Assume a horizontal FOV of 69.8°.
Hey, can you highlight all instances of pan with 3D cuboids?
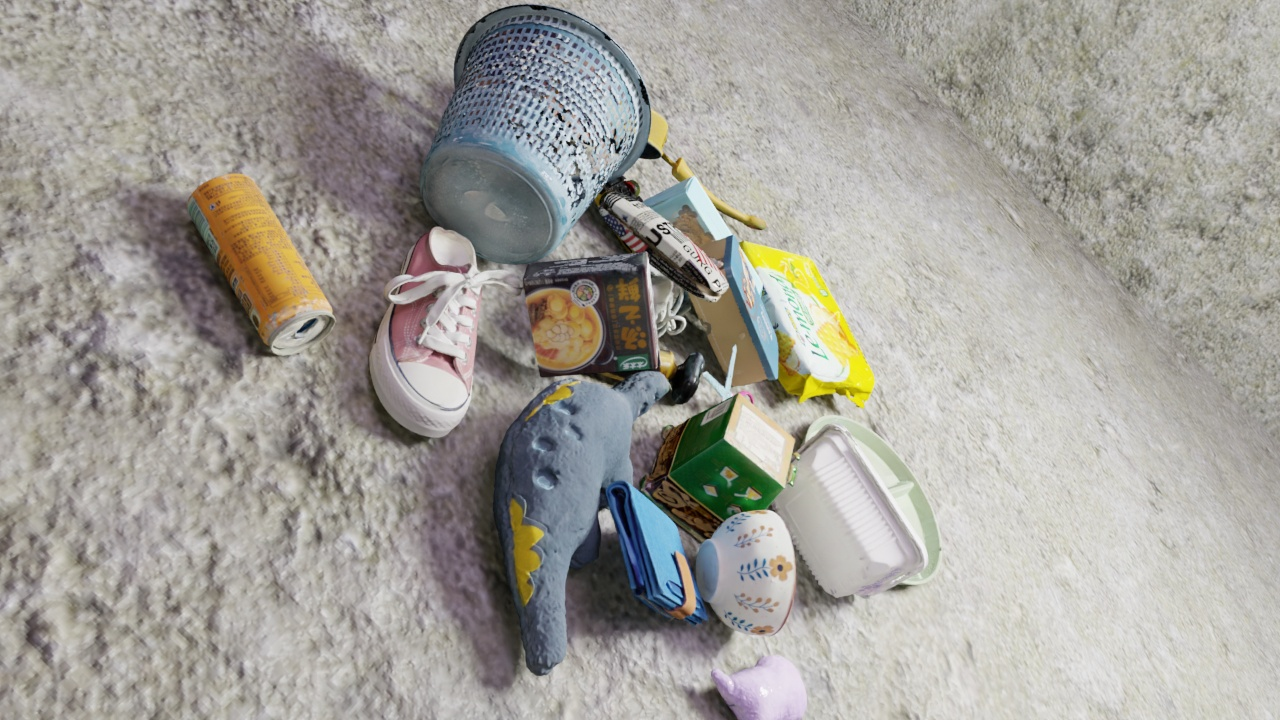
[{"bbox_3d":[0.005,-0.254,1.127,0.357,0.078,0.198,18,3,-14],"label":"pan"}]

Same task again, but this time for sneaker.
[{"bbox_3d":[-0.173,-0.044,0.809,0.118,0.088,0.240,25,39,-27],"label":"sneaker"},{"bbox_3d":[0.000,-0.056,0.999,0.091,0.090,0.241,53,25,-3],"label":"sneaker"}]

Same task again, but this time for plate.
[{"bbox_3d":[0.277,0.169,1.111,0.230,0.028,0.229,28,39,-25],"label":"plate"}]

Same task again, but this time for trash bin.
[{"bbox_3d":[-0.122,-0.215,0.946,0.226,0.227,0.194,34,50,-16],"label":"trash bin"}]

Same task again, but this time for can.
[{"bbox_3d":[-0.304,-0.078,0.735,0.058,0.058,0.146,-18,69,-52],"label":"can"}]

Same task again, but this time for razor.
[{"bbox_3d":[-0.006,0.006,0.963,0.167,0.062,0.067,15,17,-29],"label":"razor"}]

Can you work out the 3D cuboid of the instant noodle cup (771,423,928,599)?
[{"bbox_3d":[0.204,0.168,0.961,0.060,0.138,0.173,-22,70,-30],"label":"instant noodle cup"}]

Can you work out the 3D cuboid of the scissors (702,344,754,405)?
[{"bbox_3d":[0.096,0.046,1.023,0.133,0.017,0.133,42,57,-51],"label":"scissors"}]

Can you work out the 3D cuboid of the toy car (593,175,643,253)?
[{"bbox_3d":[-0.004,-0.162,1.134,0.156,0.041,0.071,53,34,-8],"label":"toy car"}]

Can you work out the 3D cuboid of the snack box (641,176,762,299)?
[{"bbox_3d":[0.073,-0.131,1.113,0.175,0.074,0.051,54,33,-23],"label":"snack box"}]

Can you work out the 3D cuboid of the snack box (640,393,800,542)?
[{"bbox_3d":[0.085,0.101,0.913,0.117,0.106,0.118,39,35,-9],"label":"snack box"}]

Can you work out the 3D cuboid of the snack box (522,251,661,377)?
[{"bbox_3d":[-0.042,-0.034,0.858,0.113,0.126,0.053,-5,27,6],"label":"snack box"}]

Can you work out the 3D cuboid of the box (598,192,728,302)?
[{"bbox_3d":[0.028,-0.124,0.970,0.164,0.060,0.072,39,1,4],"label":"box"}]

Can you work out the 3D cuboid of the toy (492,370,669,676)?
[{"bbox_3d":[-0.057,0.092,0.794,0.138,0.092,0.355,49,36,-17],"label":"toy"}]

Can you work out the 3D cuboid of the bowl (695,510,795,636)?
[{"bbox_3d":[0.088,0.191,0.833,0.062,0.114,0.113,7,48,-17],"label":"bowl"}]

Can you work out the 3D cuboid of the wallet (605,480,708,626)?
[{"bbox_3d":[0.016,0.168,0.785,0.133,0.040,0.106,50,18,-58],"label":"wallet"}]

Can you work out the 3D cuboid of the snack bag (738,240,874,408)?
[{"bbox_3d":[0.205,-0.046,1.213,0.157,0.068,0.246,6,51,-43],"label":"snack bag"}]

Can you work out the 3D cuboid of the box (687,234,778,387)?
[{"bbox_3d":[0.110,-0.050,1.072,0.184,0.062,0.089,60,25,-33],"label":"box"}]

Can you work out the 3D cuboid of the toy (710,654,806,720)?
[{"bbox_3d":[0.113,0.297,0.807,0.107,0.039,0.084,0,59,-53],"label":"toy"}]
